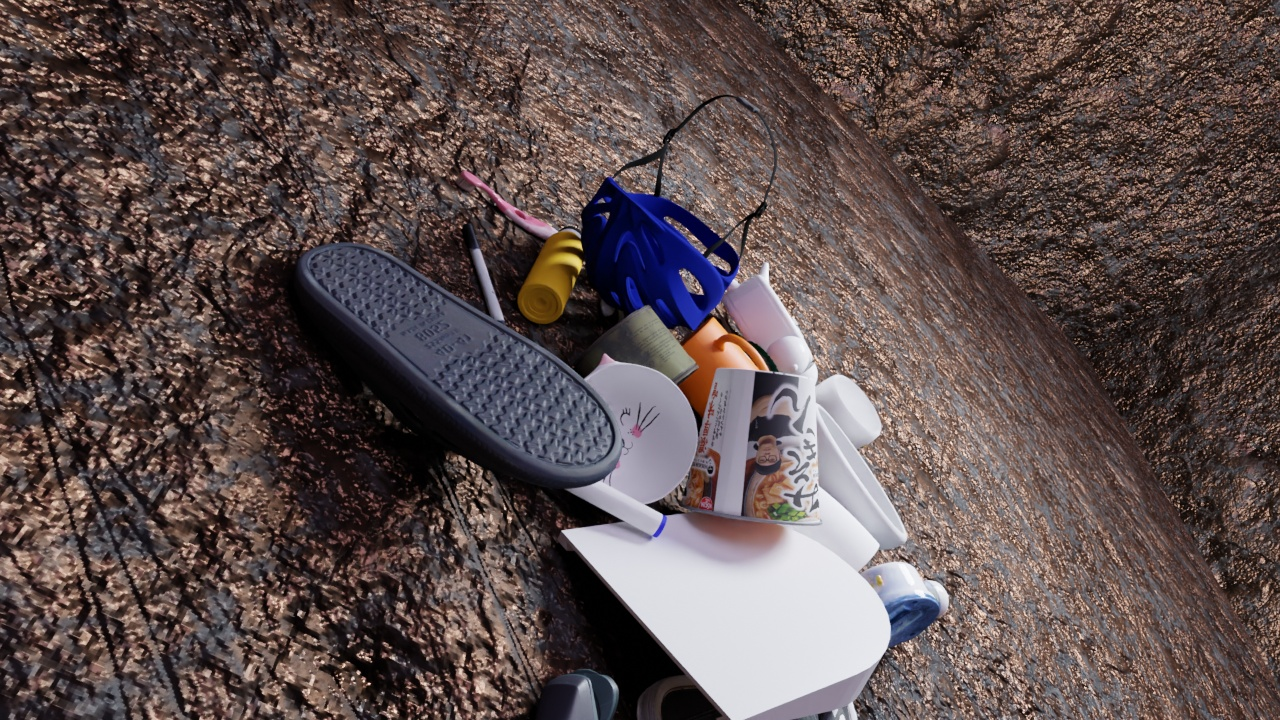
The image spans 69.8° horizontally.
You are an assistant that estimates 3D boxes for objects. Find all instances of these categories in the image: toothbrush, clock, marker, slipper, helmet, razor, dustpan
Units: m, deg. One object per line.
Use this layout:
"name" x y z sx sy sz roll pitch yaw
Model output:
"toothbrush" -0.129 -0.151 0.926 0.135 0.016 0.021 31 34 -35
"clock" 0.159 -0.040 1.099 0.160 0.073 0.125 61 7 27
"marker" -0.045 0.094 0.704 0.141 0.020 0.020 29 32 -8
"marker" -0.136 -0.065 0.813 0.011 0.011 0.152 15 43 -47
"slipper" -0.140 0.018 0.650 0.268 0.083 0.110 35 35 11
"helmet" 0.046 -0.138 0.893 0.148 0.228 0.241 44 7 23
"clock" 0.255 0.248 0.914 0.125 0.089 0.052 26 30 -36
"razor" -0.058 0.235 0.530 0.142 0.047 0.052 -40 114 -59
"dustpan" 0.081 0.199 0.716 0.257 0.053 0.191 2 29 -45
"slipper" 0.106 0.274 0.695 0.263 0.063 0.111 16 43 -43

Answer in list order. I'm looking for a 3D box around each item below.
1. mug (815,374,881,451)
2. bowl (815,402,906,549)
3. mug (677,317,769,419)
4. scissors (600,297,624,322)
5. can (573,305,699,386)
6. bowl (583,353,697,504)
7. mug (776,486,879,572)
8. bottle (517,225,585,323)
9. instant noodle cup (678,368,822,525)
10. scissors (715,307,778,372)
"mug" 0.246 0.069 1.137 0.094 0.068 0.115 53 28 5
"bowl" 0.210 0.135 0.991 0.176 0.066 0.176 51 13 -17
"mug" 0.085 0.010 0.934 0.096 0.113 0.077 49 58 -2
"scissors" -0.030 -0.096 0.996 0.126 0.019 0.154 -8 63 -56
"can" -0.005 0.005 0.832 0.074 0.090 0.089 52 28 4
"bowl" -0.015 0.063 0.755 0.114 0.051 0.114 3 80 -15
"mug" 0.164 0.175 0.879 0.087 0.081 0.114 48 27 9
"bottle" -0.081 -0.089 0.886 0.043 0.043 0.143 41 29 -16
"instant noodle cup" 0.101 0.072 0.795 0.123 0.124 0.121 11 85 -50
"scissors" 0.127 0.019 1.058 0.209 0.015 0.137 -121 -168 -58
